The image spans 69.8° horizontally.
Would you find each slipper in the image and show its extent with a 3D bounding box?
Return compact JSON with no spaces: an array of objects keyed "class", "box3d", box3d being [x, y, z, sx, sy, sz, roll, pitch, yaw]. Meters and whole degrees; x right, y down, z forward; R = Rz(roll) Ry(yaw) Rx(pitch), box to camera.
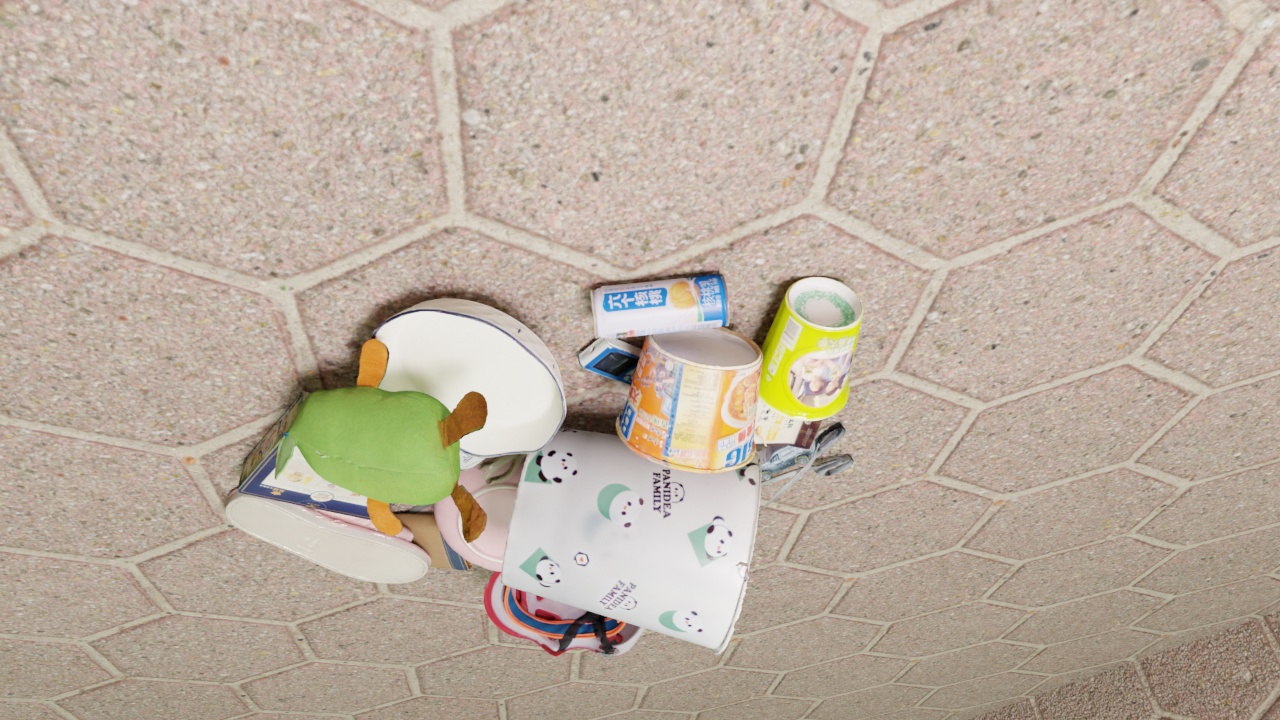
[{"class":"slipper","box3d":[-0.406,0.224,1.212,0.274,0.054,0.114,25,130,-20]}]

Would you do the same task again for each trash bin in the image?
[{"class":"trash bin","box3d":[-0.013,0.188,1.032,0.252,0.229,0.230,12,143,-1]}]

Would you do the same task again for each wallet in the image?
[{"class":"wallet","box3d":[-0.290,0.247,1.254,0.115,0.033,0.090,-1,121,16]}]

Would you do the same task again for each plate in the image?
[{"class":"plate","box3d":[-0.170,0.200,1.172,0.192,0.039,0.193,-1,116,-1]},{"class":"plate","box3d":[-0.171,0.016,0.928,0.205,0.045,0.205,10,135,10]}]

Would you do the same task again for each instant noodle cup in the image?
[{"class":"instant noodle cup","box3d":[0.056,0.031,0.952,0.151,0.151,0.112,3,115,-16]},{"class":"instant noodle cup","box3d":[0.180,-0.018,0.960,0.111,0.111,0.124,-2,137,-10]}]

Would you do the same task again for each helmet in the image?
[{"class":"helmet","box3d":[-0.097,0.307,1.321,0.240,0.143,0.207,6,115,-4]}]

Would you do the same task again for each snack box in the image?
[{"class":"snack box","box3d":[-0.353,0.120,1.089,0.177,0.045,0.183,21,136,-36]},{"class":"snack box","box3d":[0.147,0.049,1.065,0.125,0.053,0.113,0,131,-17]}]

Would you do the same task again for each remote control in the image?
[{"class":"remote control","box3d":[-0.006,0.006,1.018,0.124,0.024,0.049,21,136,-37]}]

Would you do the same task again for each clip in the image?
[{"class":"clip","box3d":[-0.152,0.110,1.112,0.099,0.034,0.070,-34,145,-8]}]

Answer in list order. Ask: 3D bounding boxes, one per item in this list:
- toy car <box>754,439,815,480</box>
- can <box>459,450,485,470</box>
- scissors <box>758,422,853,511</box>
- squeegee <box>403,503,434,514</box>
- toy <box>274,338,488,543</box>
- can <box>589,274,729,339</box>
[{"class":"toy car","box3d":[0.182,0.120,1.186,0.091,0.042,0.034,-28,122,25]},{"class":"can","box3d":[-0.170,0.071,1.047,0.058,0.058,0.147,24,134,-38]},{"class":"scissors","box3d":[0.220,0.146,1.237,0.178,0.014,0.160,-13,139,-26]},{"class":"squeegee","box3d":[-0.223,0.257,1.322,0.248,0.040,0.249,-31,140,28]},{"class":"toy","box3d":[-0.255,0.085,0.925,0.247,0.089,0.227,11,111,20]},{"class":"can","box3d":[0.018,-0.053,0.912,0.134,0.053,0.053,-6,145,-3]}]
